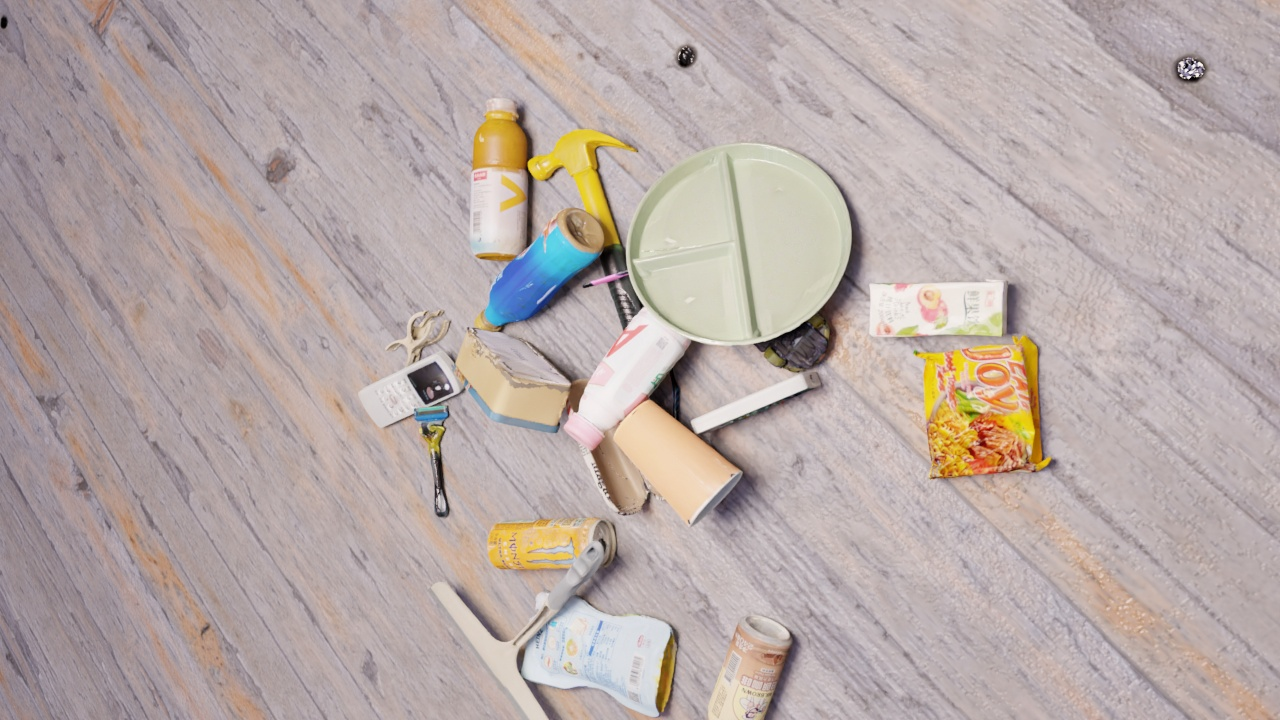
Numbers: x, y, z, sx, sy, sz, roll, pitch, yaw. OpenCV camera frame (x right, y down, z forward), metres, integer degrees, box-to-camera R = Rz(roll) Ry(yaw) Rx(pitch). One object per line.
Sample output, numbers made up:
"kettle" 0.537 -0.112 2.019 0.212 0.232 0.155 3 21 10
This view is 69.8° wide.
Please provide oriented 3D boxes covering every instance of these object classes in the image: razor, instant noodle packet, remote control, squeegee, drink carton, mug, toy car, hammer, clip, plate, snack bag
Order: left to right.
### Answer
"remote control" -0.295 0.039 1.175 0.150 0.021 0.058 -23 104 26
"clip" -0.288 -0.028 1.179 0.100 0.034 0.072 -46 71 29
"razor" -0.260 0.129 1.169 0.042 0.022 0.142 -7 90 -17
"squeegee" -0.104 0.278 1.038 0.246 0.039 0.247 47 118 18
"snack bag" -0.053 0.332 1.049 0.191 0.038 0.110 7 95 30
"hammer" -0.034 -0.126 1.047 0.129 0.032 0.300 -23 79 27
"mug" 0.034 0.102 0.946 0.123 0.078 0.078 42 108 16
"plate" 0.099 -0.119 0.938 0.230 0.027 0.229 -4 70 12
"remote control" 0.119 0.045 0.952 0.135 0.056 0.019 -25 81 24
"toy car" 0.130 -0.055 0.955 0.158 0.042 0.070 47 108 21
"drink carton" 0.284 -0.049 0.873 0.123 0.045 0.053 1 95 28
"instant noodle packet" 0.318 0.044 0.857 0.111 0.044 0.128 -7 86 23

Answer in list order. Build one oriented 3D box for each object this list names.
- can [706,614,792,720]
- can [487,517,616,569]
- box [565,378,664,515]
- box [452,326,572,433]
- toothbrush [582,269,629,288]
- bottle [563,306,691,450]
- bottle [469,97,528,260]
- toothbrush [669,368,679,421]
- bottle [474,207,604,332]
"can" 0.112 0.328 0.951 0.058 0.058 0.116 22 99 26
"can" -0.105 0.213 1.065 0.146 0.058 0.058 -7 86 27
"box" -0.024 0.087 1.010 0.162 0.086 0.076 66 152 7
"box" -0.144 0.021 1.033 0.184 0.089 0.062 42 114 58
"toothbrush" 0.024 -0.111 1.001 0.189 0.014 0.017 -16 70 10
"bottle" -0.006 0.006 0.965 0.068 0.068 0.196 33 76 24
"bottle" -0.168 -0.216 1.097 0.068 0.068 0.189 1 90 27
"toothbrush" 0.041 0.054 1.017 0.016 0.014 0.189 -2 89 6
"bottle" -0.127 -0.092 1.058 0.219 0.065 0.065 -37 73 40
